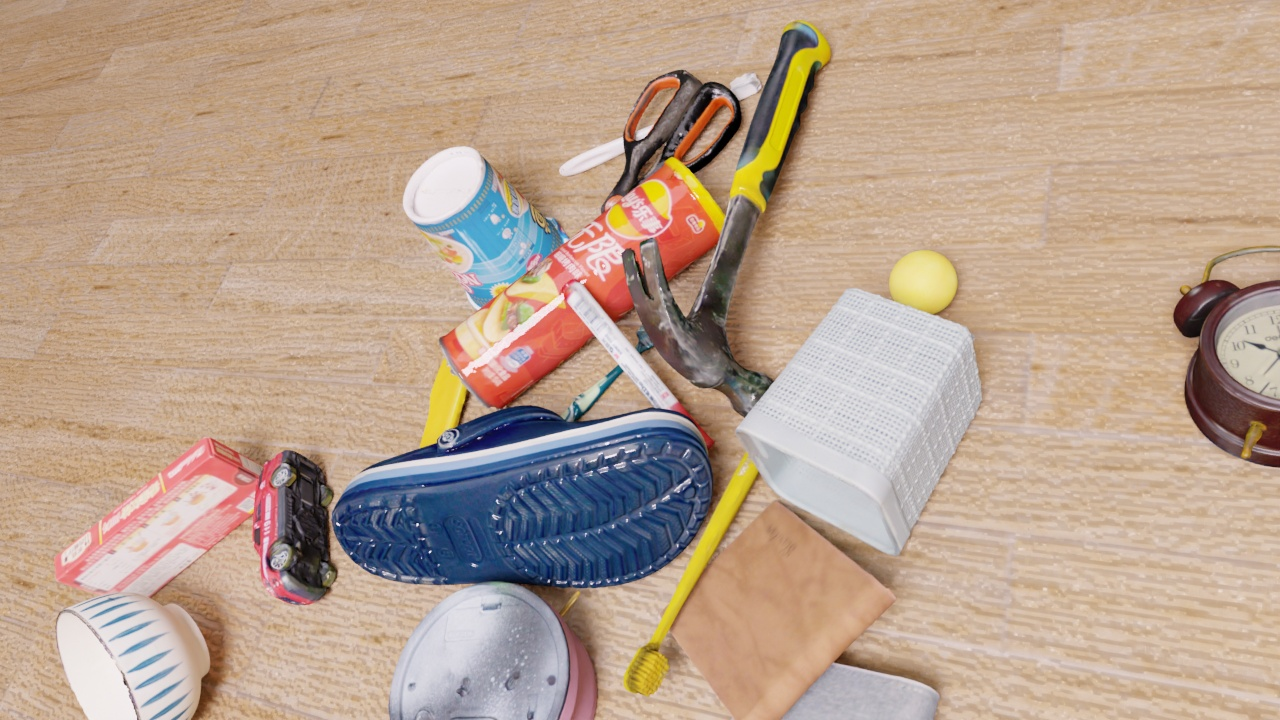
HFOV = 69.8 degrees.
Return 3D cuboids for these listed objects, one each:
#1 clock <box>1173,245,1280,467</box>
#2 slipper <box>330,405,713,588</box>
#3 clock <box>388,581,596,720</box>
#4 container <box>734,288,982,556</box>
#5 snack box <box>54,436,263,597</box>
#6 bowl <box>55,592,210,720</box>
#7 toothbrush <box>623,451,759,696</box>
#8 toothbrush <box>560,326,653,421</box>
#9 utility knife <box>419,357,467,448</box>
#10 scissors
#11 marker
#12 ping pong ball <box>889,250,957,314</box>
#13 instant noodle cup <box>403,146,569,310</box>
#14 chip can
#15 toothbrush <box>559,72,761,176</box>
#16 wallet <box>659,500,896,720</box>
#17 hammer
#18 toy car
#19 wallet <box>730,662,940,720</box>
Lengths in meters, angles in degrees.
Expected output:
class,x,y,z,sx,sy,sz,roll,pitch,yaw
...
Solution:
class,x,y,z,sx,sy,sz,roll,pitch,yaw
clock,0.316,-0.005,0.455,0.082,0.055,0.121,-9,56,23
slipper,-0.072,0.083,0.582,0.253,0.105,0.095,-12,34,17
clock,-0.083,0.211,0.528,0.117,0.060,0.158,-10,56,21
container,0.127,0.030,0.512,0.090,0.090,0.111,25,72,36
snack box,-0.366,0.128,0.715,0.153,0.075,0.025,-39,52,1
bowl,-0.350,0.213,0.646,0.117,0.116,0.066,15,25,33
toothbrush,0.043,0.107,0.533,0.017,0.015,0.189,-3,47,51
toothbrush,-0.048,0.033,0.644,0.191,0.018,0.016,-44,52,-3
utility knife,-0.152,0.062,0.682,0.033,0.015,0.176,-5,60,31
scissors,0.001,-0.123,0.708,0.139,0.021,0.234,9,74,23
marker,-0.004,0.004,0.601,0.017,0.017,0.145,-40,77,0
ping pong ball,0.174,-0.047,0.564,0.040,0.040,0.040,-13,56,20
instant noodle cup,-0.123,-0.104,0.709,0.099,0.110,0.099,-14,55,20
chip can,-0.040,-0.054,0.659,0.216,0.073,0.073,-36,51,3
toothbrush,0.013,-0.192,0.753,0.180,0.016,0.016,-22,46,13
wallet,0.068,0.134,0.498,0.101,0.020,0.115,-44,28,-5
hammer,0.076,-0.123,0.625,0.032,0.126,0.322,-22,39,49
toy car,-0.258,0.125,0.677,0.045,0.053,0.120,-29,49,11
wallet,0.080,0.213,0.452,0.107,0.037,0.129,0,52,41
